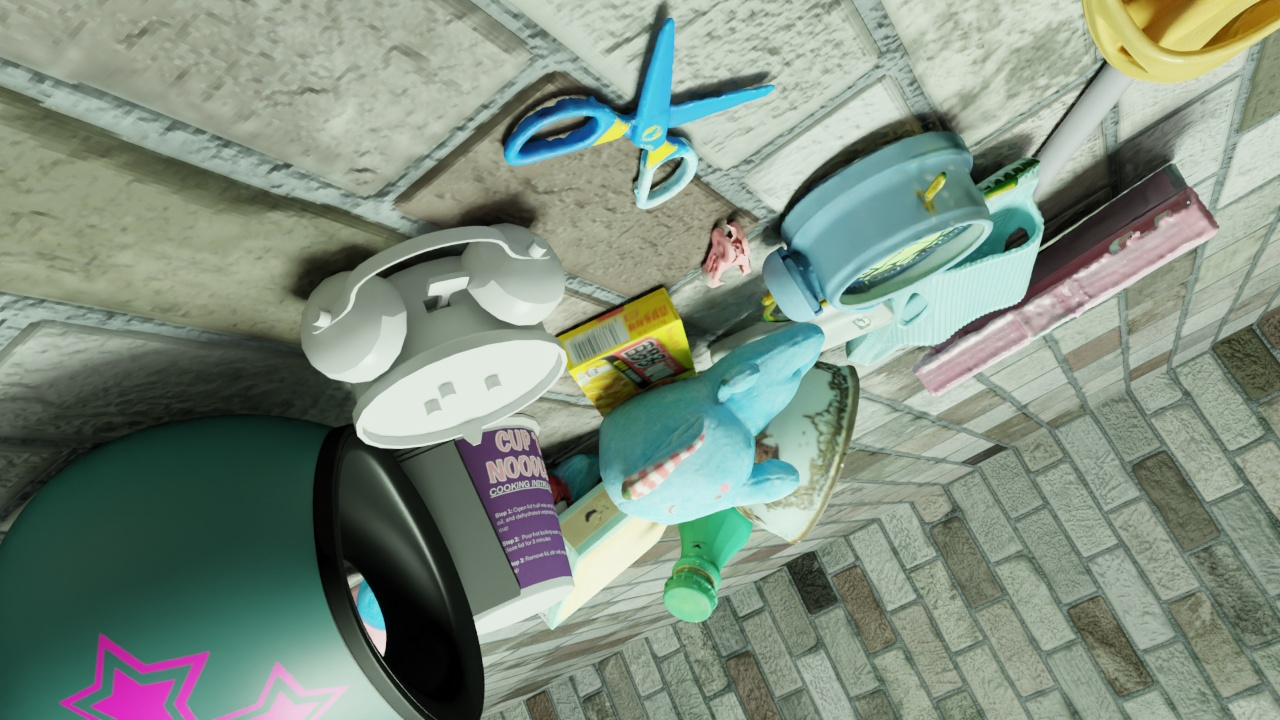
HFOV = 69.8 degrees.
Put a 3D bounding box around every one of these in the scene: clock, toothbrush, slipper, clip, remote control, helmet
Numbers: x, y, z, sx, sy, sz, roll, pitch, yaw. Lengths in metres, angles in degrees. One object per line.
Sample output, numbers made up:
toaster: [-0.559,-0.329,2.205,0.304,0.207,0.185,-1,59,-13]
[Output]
clock: [-0.092,-0.010,0.431,0.119,0.061,0.159,-20,161,-14]
toothbrush: [0.278,-0.158,0.556,0.019,0.018,0.188,-31,162,-15]
slipper: [0.224,-0.048,0.688,0.116,0.069,0.277,-27,162,-12]
clip: [0.046,-0.059,0.534,0.045,0.023,0.059,-33,164,16]
remote control: [-0.126,0.098,0.572,0.058,0.133,0.013,-22,-169,-5]
clock: [0.136,-0.071,0.550,0.117,0.060,0.163,-9,159,-41]
helmet: [-0.209,0.150,0.479,0.200,0.176,0.275,-15,137,1]
slipper: [0.243,-0.172,0.387,0.100,0.078,0.263,-34,154,26]
remote control: [0.115,-0.016,0.663,0.134,0.022,0.050,-25,140,32]

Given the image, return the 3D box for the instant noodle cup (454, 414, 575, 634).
instant noodle cup: [-0.107,0.124,0.657,0.121,0.121,0.137,-21,160,-13]

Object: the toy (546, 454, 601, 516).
toy: [-0.082,0.122,0.778,0.132,0.062,0.092,-24,168,-33]

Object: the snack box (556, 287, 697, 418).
snack box: [-0.004,0.004,0.619,0.075,0.025,0.152,-25,160,0]

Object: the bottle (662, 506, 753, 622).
bottle: [0.068,0.143,0.830,0.068,0.068,0.209,-41,-167,37]

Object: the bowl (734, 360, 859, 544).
bowl: [0.109,0.064,0.773,0.094,0.159,0.160,19,152,-1]

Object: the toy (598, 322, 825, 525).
toy: [0.058,0.048,0.619,0.181,0.115,0.183,-36,171,4]

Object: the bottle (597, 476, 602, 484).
bottle: [-0.016,0.116,0.879,0.122,0.033,0.033,-10,155,-37]

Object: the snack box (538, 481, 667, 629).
snack box: [-0.025,0.152,0.804,0.141,0.044,0.194,-35,161,-29]

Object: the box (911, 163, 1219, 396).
box: [0.338,-0.064,0.743,0.233,0.040,0.178,-37,-179,33]

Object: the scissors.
scissors: [0.002,-0.098,0.390,0.125,0.013,0.127,-19,164,-13]

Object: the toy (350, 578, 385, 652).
toy: [-0.206,0.198,0.766,0.191,0.099,0.224,-17,169,-7]
